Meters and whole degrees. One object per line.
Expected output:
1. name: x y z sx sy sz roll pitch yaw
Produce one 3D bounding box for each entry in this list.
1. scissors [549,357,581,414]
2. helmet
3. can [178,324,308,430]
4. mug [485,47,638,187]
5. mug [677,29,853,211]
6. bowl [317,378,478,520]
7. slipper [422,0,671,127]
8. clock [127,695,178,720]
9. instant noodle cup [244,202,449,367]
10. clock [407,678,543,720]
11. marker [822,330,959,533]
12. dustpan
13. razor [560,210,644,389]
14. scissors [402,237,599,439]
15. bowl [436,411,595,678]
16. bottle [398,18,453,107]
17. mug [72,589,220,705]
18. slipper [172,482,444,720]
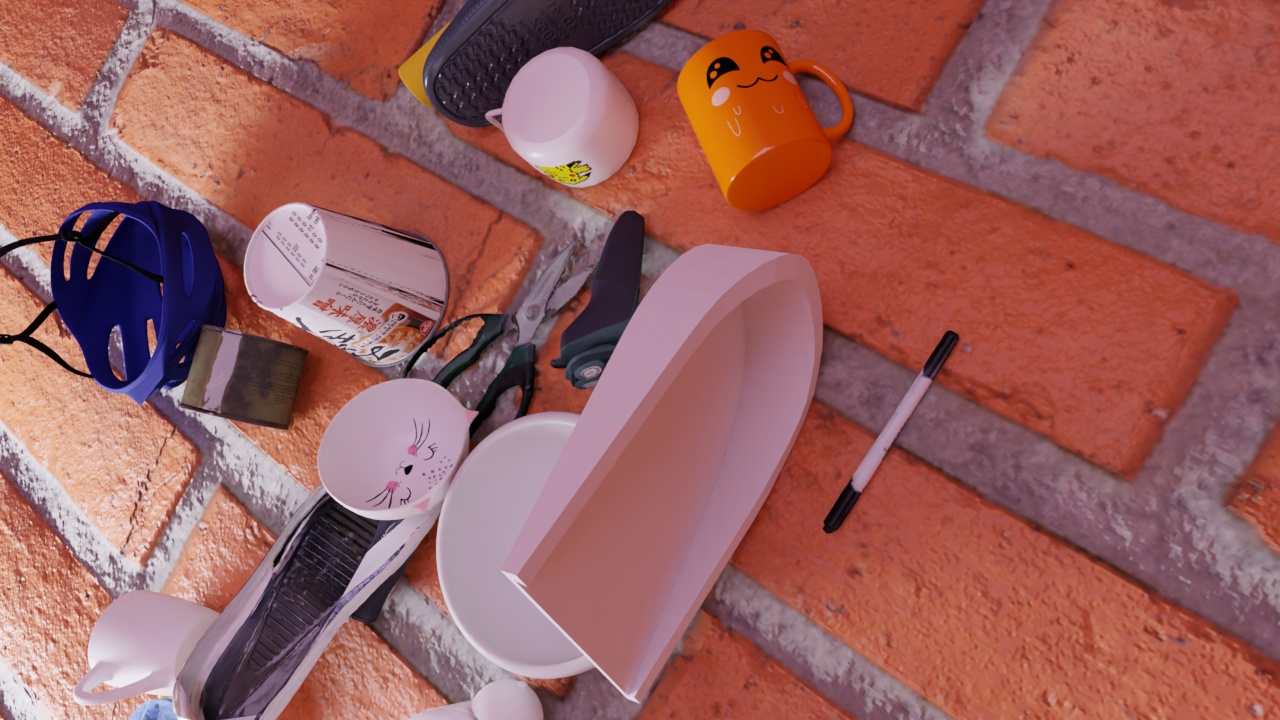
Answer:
1. scissors: -0.007 0.012 0.672 0.126 0.019 0.154 38 95 26
2. helmet: -0.481 -0.067 0.803 0.148 0.227 0.241 -44 61 20
3. can: -0.342 0.014 0.794 0.090 0.089 0.074 9 82 27
4. mug: -0.064 -0.188 0.716 0.116 0.068 0.094 2 79 26
5. mug: 0.094 -0.170 0.639 0.112 0.078 0.096 -17 69 -11
6. bowl: -0.181 0.074 0.700 0.115 0.051 0.114 -5 55 8
7. slipper: -0.066 -0.295 0.732 0.269 0.110 0.083 -34 50 21
8. clock: -0.379 0.333 0.763 0.125 0.052 0.089 22 88 28
9. instant noodle cup: -0.243 -0.067 0.745 0.124 0.121 0.123 -6 76 25
10. clock: -0.127 0.303 0.634 0.161 0.072 0.125 -35 66 15
11. marker: 0.159 0.046 0.587 0.011 0.011 0.152 33 94 28
12. dustpan: 0.038 0.053 0.533 0.053 0.191 0.257 11 59 27
13. razor: -0.023 -0.047 0.670 0.052 0.047 0.142 12 67 3
14. scissors: -0.117 -0.026 0.737 0.137 0.015 0.210 33 95 30
15. bowl: -0.053 0.127 0.641 0.177 0.066 0.176 -6 76 25
16. bottle: -0.142 -0.280 0.788 0.144 0.043 0.043 -36 66 15
17. mug: -0.407 0.248 0.764 0.088 0.114 0.081 4 113 21
18. slipper: -0.247 0.181 0.719 0.111 0.063 0.263 26 68 29
